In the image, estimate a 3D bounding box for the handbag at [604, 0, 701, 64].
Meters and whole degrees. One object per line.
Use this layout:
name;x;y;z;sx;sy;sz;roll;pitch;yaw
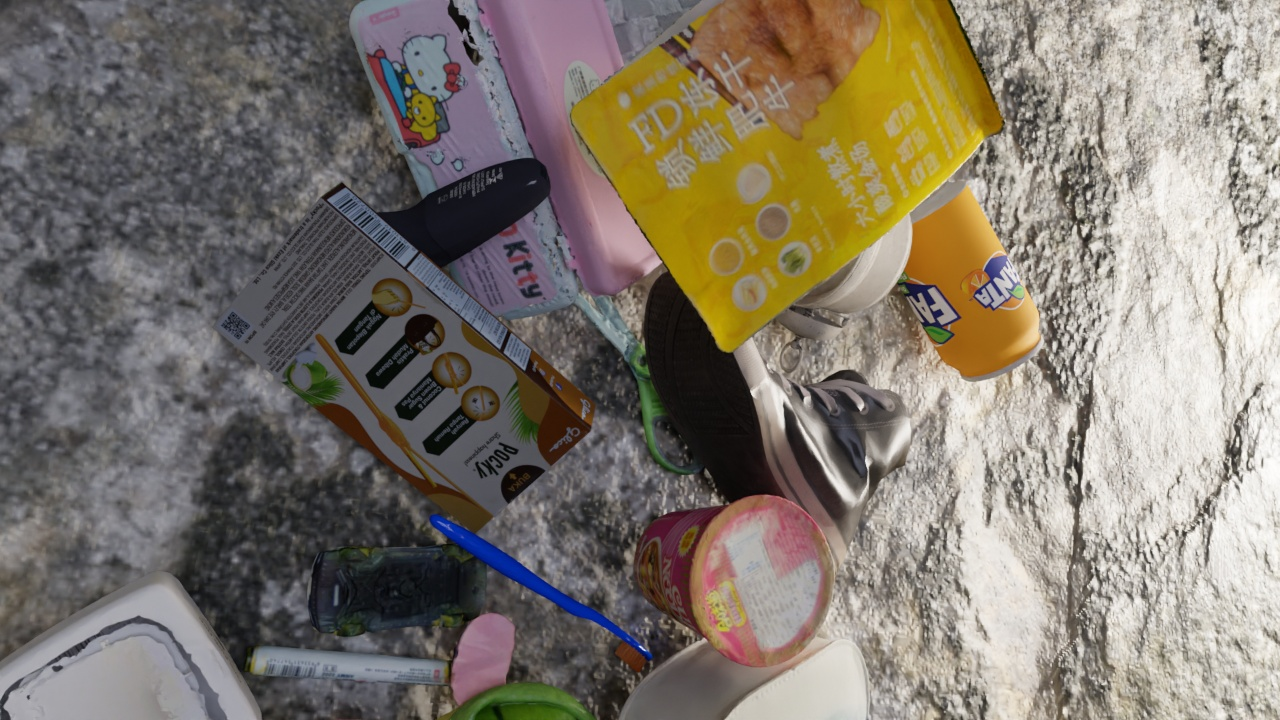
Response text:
handbag;0.041;-0.200;0.599;0.171;0.123;0.112;-24;110;-25

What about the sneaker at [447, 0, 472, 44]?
sneaker;-0.091;-0.304;0.561;0.237;0.101;0.143;-45;110;-16

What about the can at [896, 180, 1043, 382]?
can;0.243;-0.061;0.703;0.079;0.079;0.142;-37;100;-24

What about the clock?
clock;0.136;-0.063;0.652;0.061;0.103;0.157;14;104;-31

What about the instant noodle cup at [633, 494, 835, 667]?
instant noodle cup;0.048;0.131;0.573;0.097;0.109;0.097;3;83;-25

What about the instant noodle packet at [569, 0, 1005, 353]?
instant noodle packet;0.081;-0.133;0.520;0.221;0.084;0.163;-42;113;-18

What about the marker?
marker;-0.148;0.176;0.525;0.146;0.017;0.017;13;79;-24

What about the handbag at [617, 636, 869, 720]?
handbag;0.076;0.273;0.555;0.200;0.093;0.199;-14;99;-47

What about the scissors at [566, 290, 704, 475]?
scissors;-0.006;0.004;0.615;0.175;0.033;0.078;46;70;-9

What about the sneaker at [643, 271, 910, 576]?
sneaker;0.094;0.021;0.604;0.119;0.095;0.235;-45;110;-29

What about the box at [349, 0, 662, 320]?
box;-0.063;-0.124;0.526;0.149;0.073;0.202;-25;116;-12

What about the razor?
razor;-0.115;-0.076;0.515;0.052;0.143;0.047;46;28;-47

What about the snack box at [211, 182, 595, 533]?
snack box;-0.128;0.004;0.513;0.186;0.031;0.101;42;111;-15

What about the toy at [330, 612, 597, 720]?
toy;-0.095;0.242;0.506;0.238;0.088;0.190;26;85;-30

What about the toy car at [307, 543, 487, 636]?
toy car;-0.139;0.130;0.527;0.105;0.033;0.048;7;78;-38

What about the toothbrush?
toothbrush;-0.058;0.144;0.559;0.182;0.016;0.018;40;74;-26

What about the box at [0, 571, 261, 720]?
box;-0.252;0.172;0.446;0.102;0.076;0.107;-32;96;-26
